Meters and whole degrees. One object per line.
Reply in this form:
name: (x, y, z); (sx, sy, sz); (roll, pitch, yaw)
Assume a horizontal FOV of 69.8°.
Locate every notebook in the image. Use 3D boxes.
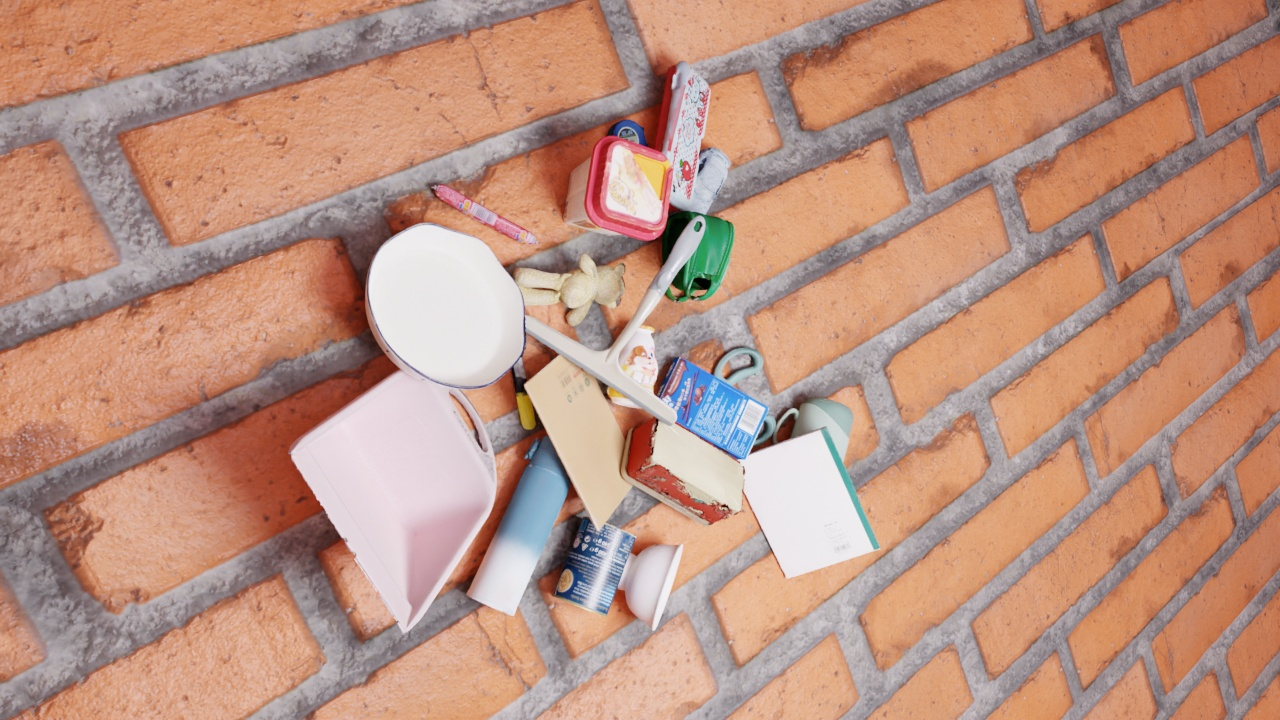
notebook: (-0.069, 0.092, 1.172); (0.208, 0.008, 0.147); (65, 30, -13)
notebook: (0.241, 0.210, 1.336); (0.150, 0.012, 0.209); (-22, 104, 16)

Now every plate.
plate: (-0.229, -0.058, 1.071); (0.204, 0.046, 0.204); (20, 59, -37)

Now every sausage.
sausage: (-0.192, -0.179, 1.144); (0.155, 0.020, 0.020); (27, 75, -27)

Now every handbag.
handbag: (0.071, -0.137, 1.235); (0.068, 0.131, 0.120); (11, 89, -17)

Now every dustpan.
dustpan: (-0.243, 0.119, 1.003); (0.139, 0.273, 0.222); (-28, 107, -3)

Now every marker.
marker: (-0.153, 0.027, 1.166); (0.018, 0.015, 0.124); (-13, 92, -31)

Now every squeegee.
squeegee: (0.012, -0.077, 1.149); (0.246, 0.039, 0.246); (34, 92, -14)

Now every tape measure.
tape measure: (-0.019, -0.298, 1.246); (0.058, 0.025, 0.054); (-18, 96, -34)

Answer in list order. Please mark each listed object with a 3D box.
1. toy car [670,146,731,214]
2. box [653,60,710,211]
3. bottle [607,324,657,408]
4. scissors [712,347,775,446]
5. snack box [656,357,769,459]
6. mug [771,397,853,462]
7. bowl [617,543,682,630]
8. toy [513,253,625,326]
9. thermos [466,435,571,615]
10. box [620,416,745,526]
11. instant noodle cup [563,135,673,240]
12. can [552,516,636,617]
toy car: (0.085, -0.246, 1.301); (0.054, 0.037, 0.120); (36, 75, -25)
box: (0.055, -0.306, 1.251); (0.087, 0.049, 0.201); (31, 65, -55)
bottle: (-0.007, 0.007, 1.222); (0.063, 0.063, 0.108); (14, 82, -30)
scissors: (0.131, 0.046, 1.330); (0.173, 0.019, 0.177); (12, 84, -27)
snack box: (0.097, 0.068, 1.287); (0.157, 0.026, 0.084); (30, 79, -17)
mug: (0.255, 0.111, 1.373); (0.112, 0.082, 0.106); (17, 79, 3)
bowl: (0.007, 0.290, 1.216); (0.065, 0.118, 0.118); (17, 77, 10)
toy: (-0.093, -0.096, 1.182); (0.157, 0.066, 0.105); (-3, 123, -27)
thermos: (-0.142, 0.201, 1.139); (0.070, 0.070, 0.220); (31, 73, -26)
box: (0.065, 0.148, 1.236); (0.168, 0.080, 0.091); (33, 46, -26)
instant noodle cup: (-0.035, -0.213, 1.177); (0.116, 0.124, 0.116); (12, 83, -31)
can: (-0.058, 0.263, 1.179); (0.075, 0.075, 0.111); (29, 74, -27)
